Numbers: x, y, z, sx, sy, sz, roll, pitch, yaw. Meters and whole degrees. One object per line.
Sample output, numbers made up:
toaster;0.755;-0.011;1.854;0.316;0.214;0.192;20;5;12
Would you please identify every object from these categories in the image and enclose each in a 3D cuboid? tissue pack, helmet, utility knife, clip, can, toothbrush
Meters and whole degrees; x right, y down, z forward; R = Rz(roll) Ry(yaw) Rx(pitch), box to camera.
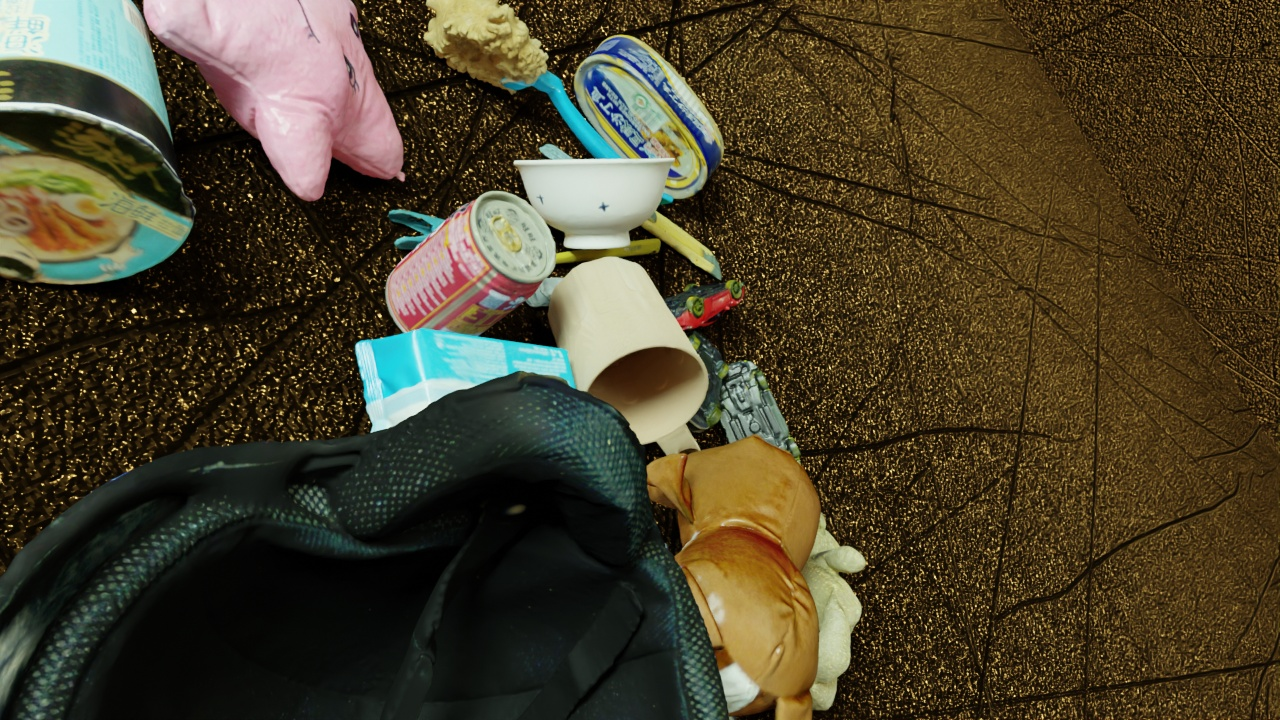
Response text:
tissue pack;-0.094;0.036;0.531;0.139;0.063;0.090;7;63;-44
helmet;-0.091;0.148;0.332;0.274;0.231;0.233;20;43;-26
utility knife;-0.004;-0.125;0.777;0.207;0.021;0.030;26;43;-28
clip;-0.059;-0.050;0.661;0.057;0.033;0.025;-7;74;-52
can;0.008;-0.209;0.793;0.148;0.075;0.049;47;43;-15
can;-0.102;-0.053;0.555;0.066;0.094;0.066;26;49;-34
clip;-0.138;-0.083;0.602;0.056;0.014;0.040;1;66;-45
toothbrush;-0.043;-0.076;0.698;0.189;0.016;0.016;-18;84;-51

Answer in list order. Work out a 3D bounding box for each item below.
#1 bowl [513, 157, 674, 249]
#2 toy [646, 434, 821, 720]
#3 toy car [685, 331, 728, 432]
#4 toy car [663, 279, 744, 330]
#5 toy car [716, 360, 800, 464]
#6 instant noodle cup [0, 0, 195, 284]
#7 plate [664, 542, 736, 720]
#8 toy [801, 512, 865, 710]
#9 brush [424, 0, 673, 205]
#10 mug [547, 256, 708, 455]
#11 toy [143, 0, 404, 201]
bowl;-0.034;-0.117;0.681;0.118;0.118;0.065;-16;110;-51
toy;0.045;0.129;0.526;0.140;0.131;0.199;43;19;-17
toy car;0.041;0.018;0.708;0.042;0.035;0.090;39;37;-21
toy car;0.046;-0.044;0.745;0.106;0.049;0.031;-29;112;-50
toy car;0.092;0.052;0.739;0.032;0.048;0.105;34;31;-78
instant noodle cup;-0.268;-0.114;0.418;0.111;0.111;0.120;11;50;-43
plate;-0.013;0.210;0.528;0.161;0.034;0.265;-8;73;-49
toy;0.126;0.179;0.662;0.066;0.105;0.157;7;29;3
brush;-0.062;-0.196;0.724;0.254;0.083;0.045;38;66;-36
mug;-0.004;0.004;0.622;0.125;0.084;0.103;56;6;-44
toy;-0.200;-0.178;0.549;0.178;0.075;0.194;53;22;-40
